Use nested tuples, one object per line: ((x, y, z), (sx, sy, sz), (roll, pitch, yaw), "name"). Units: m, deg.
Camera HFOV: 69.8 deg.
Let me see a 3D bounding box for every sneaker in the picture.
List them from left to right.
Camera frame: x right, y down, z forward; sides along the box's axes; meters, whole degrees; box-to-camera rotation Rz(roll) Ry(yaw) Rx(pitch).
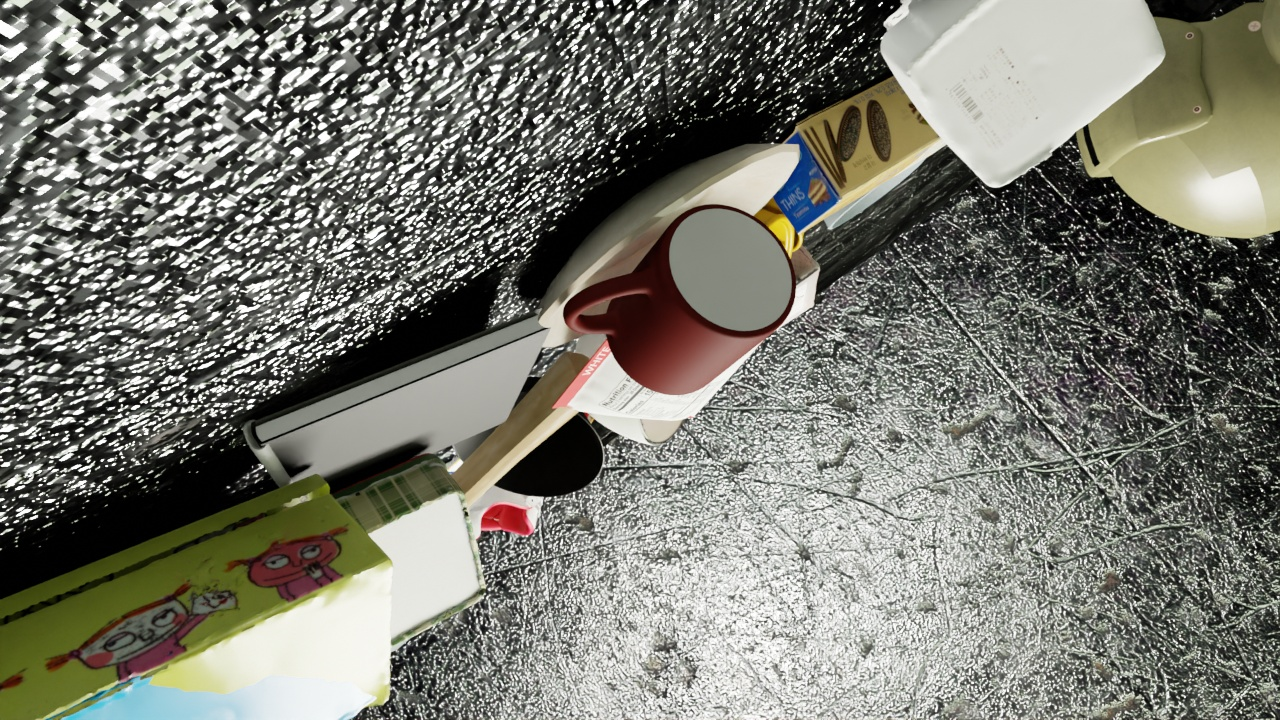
((-0.139, 0.137, 1.003), (0.091, 0.104, 0.235), (-39, 173, 34), "sneaker")

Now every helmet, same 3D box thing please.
((0.488, -0.232, 0.767), (0.233, 0.255, 0.250), (-40, 172, 9), "helmet")

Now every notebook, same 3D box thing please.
((-0.136, 0.036, 0.527), (0.148, 0.016, 0.207), (-23, 170, -20), "notebook")

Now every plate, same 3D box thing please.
((0.009, -0.072, 0.533), (0.188, 0.027, 0.189), (-35, 174, -4), "plate")

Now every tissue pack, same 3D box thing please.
((0.096, -0.049, 0.965), (0.181, 0.071, 0.104), (-36, 160, -9), "tissue pack")

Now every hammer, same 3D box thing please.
((-0.142, 0.103, 0.704), (0.051, 0.117, 0.324), (12, 134, -46), "hammer")

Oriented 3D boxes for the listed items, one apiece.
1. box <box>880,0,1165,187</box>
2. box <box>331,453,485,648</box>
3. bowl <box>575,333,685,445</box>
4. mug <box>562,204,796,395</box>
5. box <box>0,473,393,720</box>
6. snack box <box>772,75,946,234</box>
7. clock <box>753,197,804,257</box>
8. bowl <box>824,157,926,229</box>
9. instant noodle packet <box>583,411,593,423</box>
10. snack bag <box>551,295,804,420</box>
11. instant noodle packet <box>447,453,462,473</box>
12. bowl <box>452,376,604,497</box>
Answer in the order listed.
((0.185, -0.179, 0.495), (0.110, 0.103, 0.130), (-41, -153, 16), "box")
((-0.203, 0.147, 0.576), (0.205, 0.050, 0.118), (-25, 134, -23), "box")
((-0.004, 0.004, 0.711), (0.066, 0.116, 0.116), (11, -162, 25), "bowl")
((0.014, -0.029, 0.472), (0.105, 0.073, 0.083), (0, 159, -23), "mug")
((-0.233, 0.156, 0.433), (0.220, 0.082, 0.125), (-22, 135, -39), "box")
((0.174, -0.161, 0.637), (0.206, 0.057, 0.056), (-33, 177, -29), "snack box")
((0.079, -0.067, 0.699), (0.151, 0.052, 0.114), (-35, 145, -50), "clock")
((0.204, -0.167, 0.836), (0.106, 0.039, 0.106), (-35, 174, -4), "bowl")
((-0.066, 0.050, 0.940), (0.098, 0.039, 0.136), (-56, -175, -27), "instant noodle packet")
((0.030, -0.005, 0.614), (0.143, 0.039, 0.131), (8, 130, -48), "snack bag")
((-0.133, 0.070, 0.883), (0.087, 0.026, 0.134), (-43, 173, 9), "instant noodle packet")
((-0.086, 0.051, 0.740), (0.124, 0.124, 0.052), (-40, -154, 37), "bowl")
